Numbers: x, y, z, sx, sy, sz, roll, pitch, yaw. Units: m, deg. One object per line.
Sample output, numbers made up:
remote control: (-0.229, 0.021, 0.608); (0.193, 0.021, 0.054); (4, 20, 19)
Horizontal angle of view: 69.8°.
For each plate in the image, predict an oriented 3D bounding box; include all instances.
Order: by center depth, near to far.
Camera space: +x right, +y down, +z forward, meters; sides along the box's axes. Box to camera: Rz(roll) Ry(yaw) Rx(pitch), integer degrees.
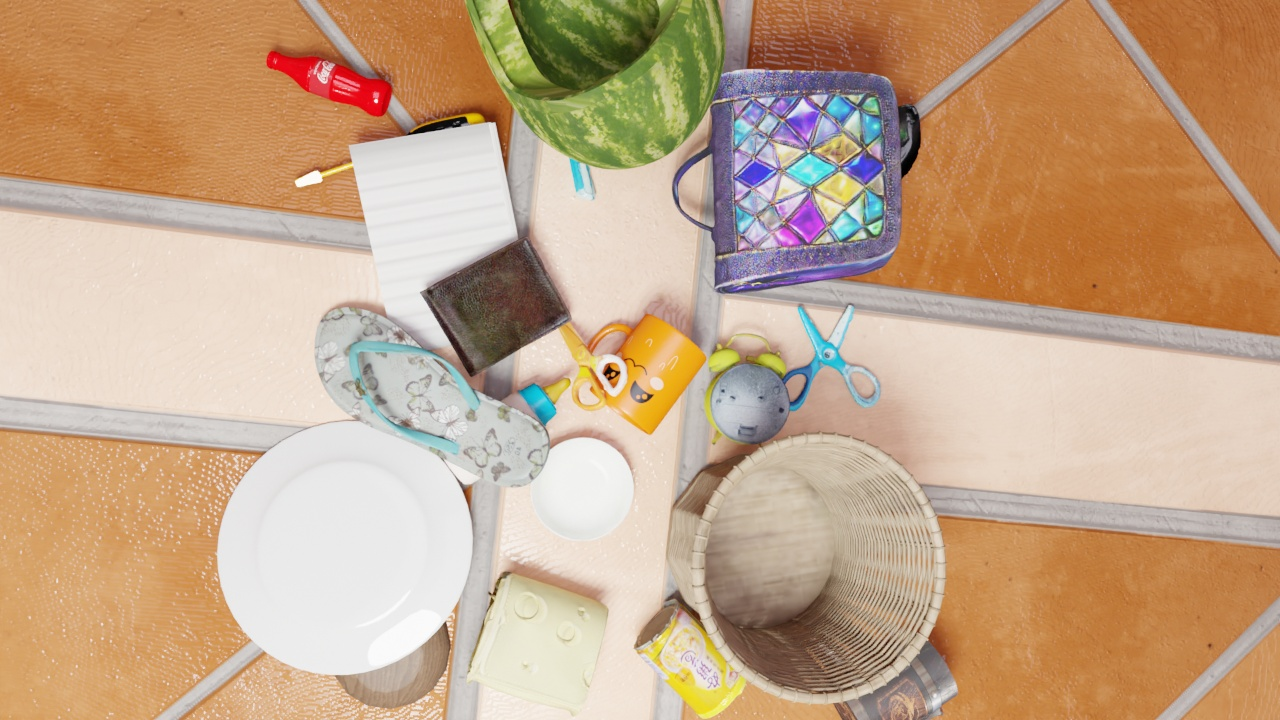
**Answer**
plate: (-0.285, 0.178, 0.886); (0.242, 0.016, 0.242); (1, 80, -5)
plate: (-0.060, 0.130, 0.933); (0.104, 0.026, 0.104); (0, 89, -9)

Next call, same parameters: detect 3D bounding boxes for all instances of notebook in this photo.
notebook: (-0.195, -0.120, 0.915); (0.142, 0.009, 0.210); (-12, 99, -8)

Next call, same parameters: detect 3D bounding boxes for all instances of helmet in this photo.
helmet: (-0.032, -0.298, 0.844); (0.213, 0.243, 0.247); (-23, 94, 14)

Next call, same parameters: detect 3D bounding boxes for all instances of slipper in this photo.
slipper: (-0.211, 0.039, 0.869); (0.269, 0.055, 0.098); (32, 88, 10)

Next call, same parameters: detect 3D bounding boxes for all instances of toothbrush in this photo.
toothbrush: (-0.249, -0.209, 0.917); (0.196, 0.031, 0.031); (-20, 117, -6)

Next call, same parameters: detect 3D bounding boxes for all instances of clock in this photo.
clock: (0.109, 0.031, 0.945); (0.083, 0.057, 0.119); (7, 88, -7)

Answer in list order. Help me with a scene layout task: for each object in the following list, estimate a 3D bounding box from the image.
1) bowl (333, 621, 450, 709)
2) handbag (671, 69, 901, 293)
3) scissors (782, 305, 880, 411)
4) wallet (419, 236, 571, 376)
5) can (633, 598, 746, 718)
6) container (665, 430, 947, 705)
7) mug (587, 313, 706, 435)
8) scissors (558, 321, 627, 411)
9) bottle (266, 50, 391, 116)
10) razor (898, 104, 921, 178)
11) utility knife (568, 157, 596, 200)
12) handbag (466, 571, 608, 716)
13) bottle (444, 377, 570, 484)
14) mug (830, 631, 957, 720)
bowl: (-0.247, 0.287, 0.900); (0.118, 0.030, 0.118); (0, 88, -8)
handbag: (0.143, -0.174, 0.916); (0.222, 0.125, 0.205); (-2, 88, 11)
scissors: (0.194, 0.005, 0.981); (0.137, 0.011, 0.134); (-32, 95, -7)
wallet: (-0.141, -0.054, 0.913); (0.120, 0.031, 0.099); (-30, 103, -7)
can: (0.050, 0.300, 0.922); (0.067, 0.068, 0.105); (-45, 94, -7)
container: (0.137, 0.183, 0.867); (0.226, 0.196, 0.226); (1, 85, -11)
mug: (-0.005, 0.005, 0.928); (0.112, 0.077, 0.096); (34, 83, 25)
scissors: (-0.055, -0.005, 0.908); (0.064, 0.013, 0.128); (-37, 51, 7)
bottle: (-0.308, -0.277, 0.906); (0.119, 0.036, 0.036); (19, 85, -7)
razor: (0.248, -0.204, 0.980); (0.067, 0.054, 0.151); (34, 91, 4)
utility knife: (-0.073, -0.254, 0.951); (0.022, 0.015, 0.181); (-10, 87, -38)
handbag: (-0.102, 0.275, 0.896); (0.119, 0.081, 0.111); (19, 73, -5)
bottle: (-0.128, 0.063, 0.913); (0.146, 0.051, 0.051); (-37, 93, -8)
mug: (0.264, 0.354, 0.954); (0.107, 0.080, 0.116); (-28, 120, -9)
